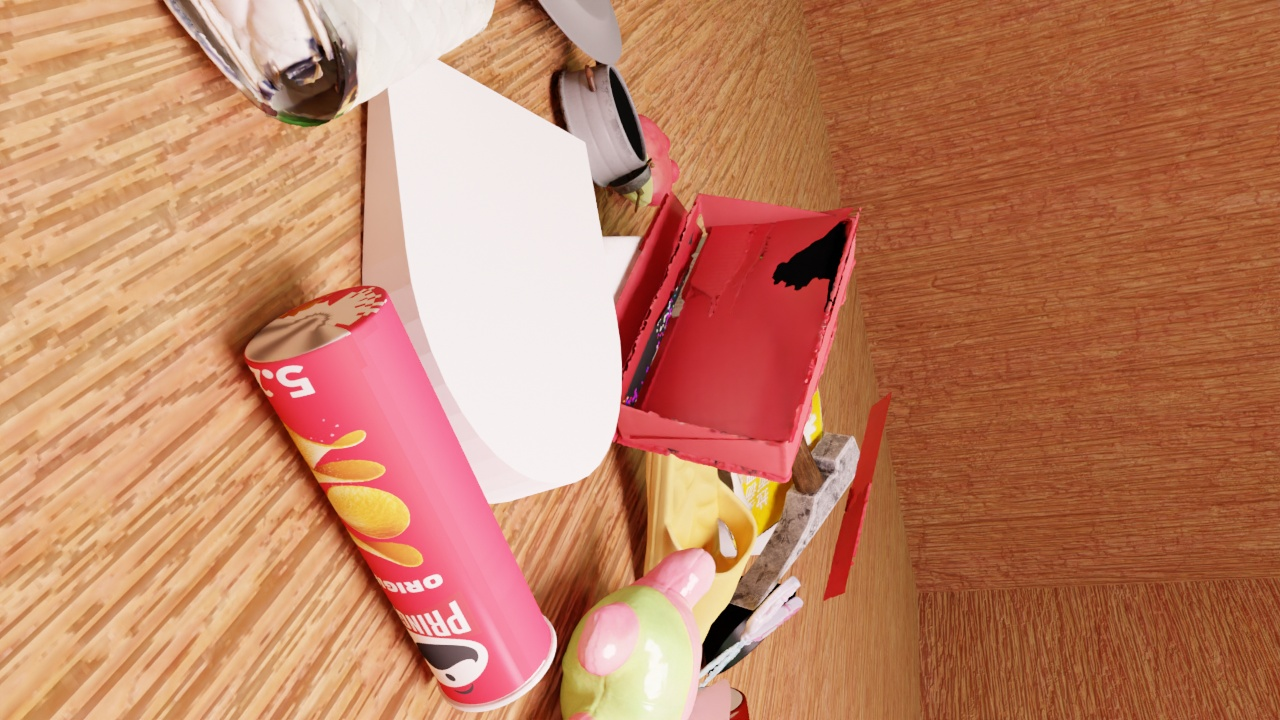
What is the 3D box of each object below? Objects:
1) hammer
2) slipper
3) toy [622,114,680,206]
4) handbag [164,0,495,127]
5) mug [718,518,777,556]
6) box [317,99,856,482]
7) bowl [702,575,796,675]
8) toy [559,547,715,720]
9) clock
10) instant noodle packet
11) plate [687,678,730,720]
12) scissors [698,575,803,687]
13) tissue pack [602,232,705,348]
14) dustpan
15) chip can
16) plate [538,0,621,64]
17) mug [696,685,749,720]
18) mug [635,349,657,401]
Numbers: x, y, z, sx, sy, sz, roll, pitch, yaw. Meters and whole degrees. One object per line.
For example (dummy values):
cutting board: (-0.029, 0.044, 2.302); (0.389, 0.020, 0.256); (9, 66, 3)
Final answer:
hammer: (0.104, 0.058, 0.853); (0.217, 0.037, 0.301); (-46, 123, -32)
slipper: (0.057, 0.150, 0.792); (0.099, 0.078, 0.264); (-34, 128, -50)
toy: (0.005, -0.198, 0.911); (0.134, 0.045, 0.092); (-45, 121, -60)
handbag: (-0.149, -0.203, 0.448); (0.139, 0.073, 0.194); (62, 26, -22)
mug: (0.122, 0.173, 1.022); (0.110, 0.091, 0.074); (-25, 106, -69)
box: (-0.006, -0.094, 0.620); (0.374, 0.148, 0.212); (42, 56, -29)
bowl: (0.098, 0.261, 0.946); (0.052, 0.124, 0.124); (43, 1, 29)
toy: (-0.001, 0.223, 0.671); (0.236, 0.097, 0.192); (24, 86, -77)
clock: (-0.028, -0.195, 0.805); (0.103, 0.056, 0.148); (-84, 153, -55)
instant noodle packet: (0.115, 0.060, 0.934); (0.162, 0.084, 0.221); (-28, 103, -41)
plate: (0.018, 0.320, 0.695); (0.174, 0.036, 0.174); (34, 78, -89)
scissors: (0.110, 0.259, 0.885); (0.170, 0.013, 0.176); (-22, 148, -36)
tissue pack: (-0.013, -0.056, 0.743); (0.181, 0.071, 0.104); (-11, 91, -43)
dustpan: (-0.092, -0.044, 0.572); (0.191, 0.053, 0.257); (14, 61, -55)
chip can: (-0.112, 0.074, 0.457); (0.069, 0.069, 0.221); (-67, 143, -54)
plate: (-0.063, -0.327, 0.750); (0.178, 0.012, 0.178); (45, 31, -37)
mug: (0.059, 0.350, 0.812); (0.105, 0.073, 0.082); (-16, 98, -68)
mug: (-0.005, 0.005, 0.798); (0.107, 0.071, 0.089); (55, 27, 6)
